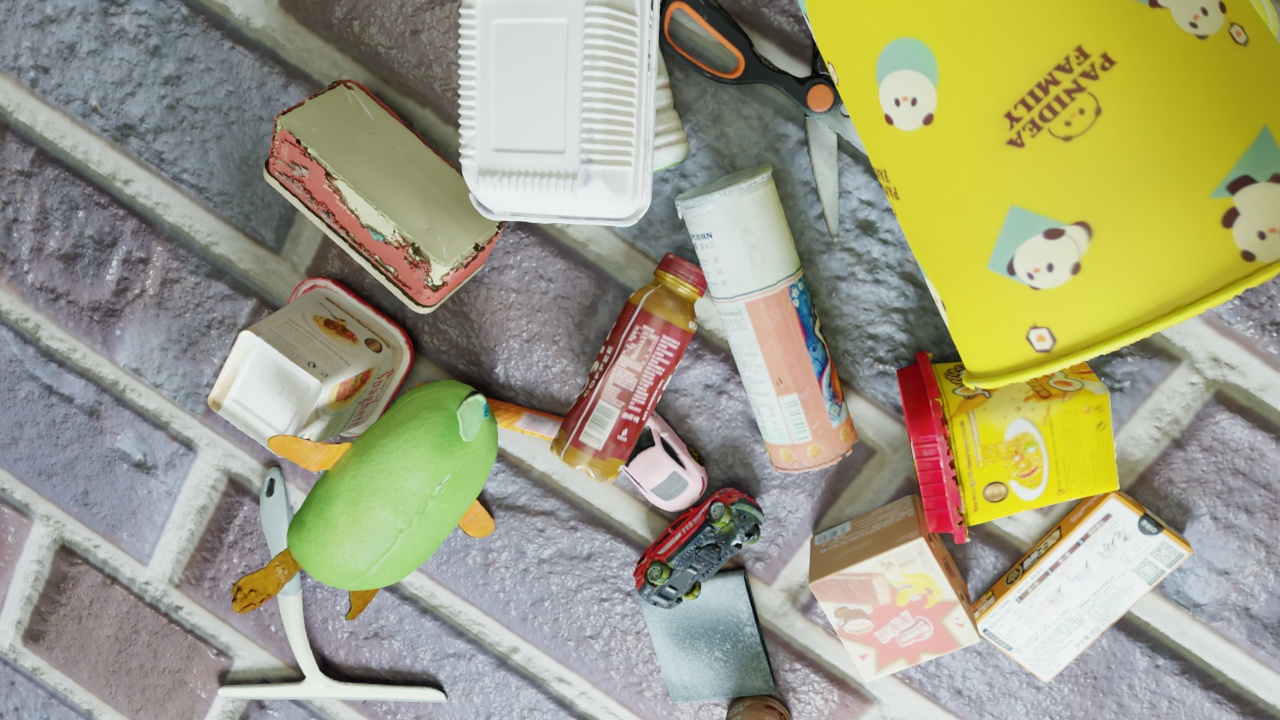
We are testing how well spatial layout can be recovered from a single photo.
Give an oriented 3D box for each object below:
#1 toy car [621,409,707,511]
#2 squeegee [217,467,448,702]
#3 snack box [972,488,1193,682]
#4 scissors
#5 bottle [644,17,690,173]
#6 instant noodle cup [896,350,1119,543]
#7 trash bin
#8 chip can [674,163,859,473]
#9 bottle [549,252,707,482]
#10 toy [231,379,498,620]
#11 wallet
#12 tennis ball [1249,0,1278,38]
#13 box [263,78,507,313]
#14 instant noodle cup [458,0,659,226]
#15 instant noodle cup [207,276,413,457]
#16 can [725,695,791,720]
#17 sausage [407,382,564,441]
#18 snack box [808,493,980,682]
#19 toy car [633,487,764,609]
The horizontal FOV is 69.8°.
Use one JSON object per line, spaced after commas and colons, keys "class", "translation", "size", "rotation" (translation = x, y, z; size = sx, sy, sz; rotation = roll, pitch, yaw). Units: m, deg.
{"class": "toy car", "translation": [0.002, 0.070, 0.736], "size": [0.056, 0.037, 0.122], "rotation": [-42, 93, 18]}
{"class": "squeegee", "translation": [-0.319, 0.219, 0.850], "size": [0.247, 0.039, 0.247], "rotation": [-4, 105, 13]}
{"class": "snack box", "translation": [0.330, 0.170, 0.697], "size": [0.075, 0.026, 0.154], "rotation": [36, 111, 0]}
{"class": "scissors", "translation": [0.108, -0.200, 0.636], "size": [0.224, 0.021, 0.221], "rotation": [9, 104, -1]}
{"class": "bottle", "translation": [-0.024, -0.226, 0.641], "size": [0.068, 0.068, 0.197], "rotation": [-16, 99, 16]}
{"class": "instant noodle cup", "translation": [0.249, 0.051, 0.630], "size": [0.124, 0.116, 0.116], "rotation": [-11, 108, 14]}
{"class": "trash bin", "translation": [0.230, -0.148, 0.522], "size": [0.230, 0.229, 0.255], "rotation": [-30, 88, 18]}
{"class": "chip can", "translation": [0.093, -0.027, 0.661], "size": [0.071, 0.071, 0.215], "rotation": [-16, 105, 16]}
{"class": "bottle", "translation": [-0.004, 0.004, 0.690], "size": [0.057, 0.057, 0.175], "rotation": [29, 93, 3]}
{"class": "toy", "translation": [-0.200, 0.111, 0.727], "size": [0.247, 0.227, 0.090], "rotation": [-47, 49, 7]}
{"class": "wallet", "translation": [0.056, 0.237, 0.783], "size": [0.097, 0.019, 0.121], "rotation": [-12, 104, 17]}
{"class": "tennis ball", "translation": [0.352, -0.198, 0.564], "size": [0.065, 0.065, 0.065], "rotation": [3, 106, 11]}
{"class": "box", "translation": [-0.188, -0.126, 0.680], "size": [0.168, 0.091, 0.079], "rotation": [41, 141, -1]}
{"class": "instant noodle cup", "translation": [-0.062, -0.176, 0.599], "size": [0.138, 0.060, 0.173], "rotation": [6, 101, 17]}
{"class": "instant noodle cup", "translation": [-0.263, 0.010, 0.731], "size": [0.116, 0.124, 0.116], "rotation": [35, 111, 1]}
{"class": "can", "translation": [0.092, 0.330, 0.749], "size": [0.058, 0.116, 0.058], "rotation": [3, 106, 11]}
{"class": "sausage", "translation": [-0.117, 0.045, 0.762], "size": [0.165, 0.021, 0.021], "rotation": [14, 108, 8]}
{"class": "snack box", "translation": [0.192, 0.173, 0.701], "size": [0.093, 0.077, 0.094], "rotation": [-28, 99, 18]}
{"class": "toy car", "translation": [0.045, 0.148, 0.739], "size": [0.121, 0.045, 0.053], "rotation": [-43, 129, 12]}
